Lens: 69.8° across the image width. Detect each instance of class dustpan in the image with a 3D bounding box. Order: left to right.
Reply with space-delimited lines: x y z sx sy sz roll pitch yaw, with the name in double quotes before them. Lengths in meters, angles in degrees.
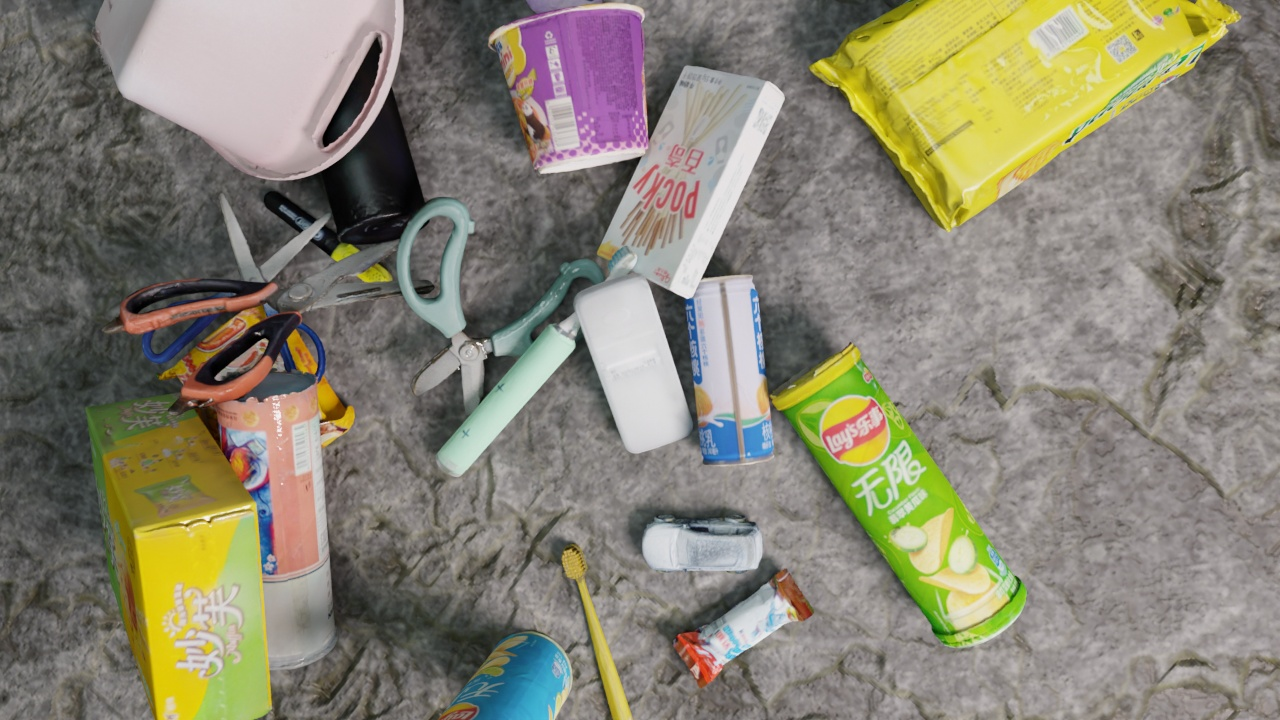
"dustpan" -0.285 -0.259 0.670 0.223 0.138 0.273 -52 44 20

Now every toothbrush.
"toothbrush" -0.077 0.003 0.679 0.225 0.026 0.027 -47 45 16
"toothbrush" -0.028 0.233 0.704 0.016 0.016 0.190 -17 90 7

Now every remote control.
"remote control" -0.004 0.004 0.665 0.056 0.020 0.136 -19 115 0

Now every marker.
"marker" -0.247 -0.095 0.720 0.124 0.015 0.018 36 91 6

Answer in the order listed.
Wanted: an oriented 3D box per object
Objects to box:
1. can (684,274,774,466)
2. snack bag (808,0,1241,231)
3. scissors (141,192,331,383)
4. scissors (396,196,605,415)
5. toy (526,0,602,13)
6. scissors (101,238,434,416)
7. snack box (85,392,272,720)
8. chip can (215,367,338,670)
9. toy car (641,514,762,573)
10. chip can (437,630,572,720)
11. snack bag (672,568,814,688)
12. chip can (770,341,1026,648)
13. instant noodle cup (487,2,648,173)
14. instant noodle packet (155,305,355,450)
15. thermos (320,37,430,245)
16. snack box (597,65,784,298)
"can" 0.064 0.007 0.668 0.053 0.053 0.134 -6 91 7
"snack bag" 0.262 -0.214 0.632 0.246 0.068 0.158 -36 88 5
"scissors" -0.293 -0.047 0.696 0.173 0.012 0.162 -44 86 -11
"scissors" -0.120 -0.048 0.672 0.170 0.019 0.181 -35 118 4
"toy" -0.049 -0.302 0.679 0.084 0.039 0.108 12 92 -3
"scissors" -0.263 -0.036 0.655 0.189 0.225 0.015 16 136 10
"snack box" -0.320 0.131 0.629 0.069 0.210 0.158 -10 114 -35
"chip can" -0.265 0.115 0.673 0.071 0.071 0.215 5 108 6
"toy car" 0.045 0.139 0.685 0.090 0.034 0.043 0 95 8
"chip can" -0.098 0.248 0.615 0.071 0.210 0.071 0 91 7
"snack bag" 0.077 0.200 0.687 0.104 0.026 0.048 -32 100 7
"chip can" 0.183 0.096 0.648 0.072 0.072 0.221 -35 88 6
"instant noodle cup" -0.043 -0.189 0.654 0.111 0.111 0.099 -10 100 7
"instant noodle packet" -0.300 0.027 0.717 0.111 0.044 0.128 -36 87 2
"thermos" -0.211 -0.214 0.686 0.090 0.068 0.242 -14 87 -15
"snack box" 0.034 -0.130 0.659 0.085 0.026 0.157 29 96 43
